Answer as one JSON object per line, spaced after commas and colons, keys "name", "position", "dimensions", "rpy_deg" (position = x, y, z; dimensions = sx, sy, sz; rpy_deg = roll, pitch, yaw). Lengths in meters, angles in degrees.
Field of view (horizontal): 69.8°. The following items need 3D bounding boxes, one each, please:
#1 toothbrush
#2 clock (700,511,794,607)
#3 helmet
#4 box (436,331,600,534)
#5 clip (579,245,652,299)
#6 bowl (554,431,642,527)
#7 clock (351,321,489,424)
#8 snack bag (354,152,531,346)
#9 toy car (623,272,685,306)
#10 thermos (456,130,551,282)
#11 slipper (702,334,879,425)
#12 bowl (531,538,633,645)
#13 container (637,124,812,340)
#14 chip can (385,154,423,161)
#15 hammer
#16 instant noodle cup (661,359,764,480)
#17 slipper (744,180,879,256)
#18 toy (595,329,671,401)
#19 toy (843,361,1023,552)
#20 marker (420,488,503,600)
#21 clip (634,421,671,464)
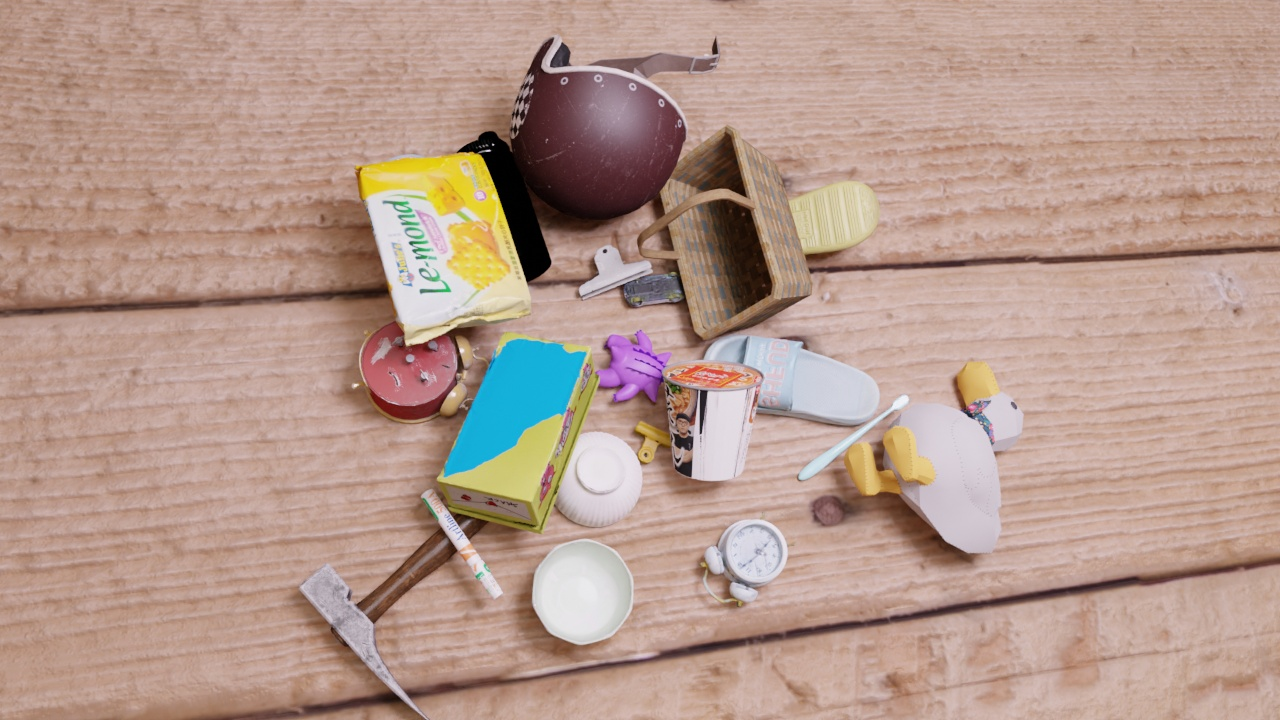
{"name": "toothbrush", "position": [0.277, 0.101, 1.192], "dimensions": [0.180, 0.016, 0.016], "rpy_deg": [-35, 79, -7]}
{"name": "clock", "position": [0.126, 0.242, 1.109], "dimensions": [0.117, 0.057, 0.083], "rpy_deg": [-42, 82, -14]}
{"name": "helmet", "position": [-0.047, -0.309, 1.190], "dimensions": [0.233, 0.235, 0.253], "rpy_deg": [20, 50, -31]}
{"name": "box", "position": [-0.137, 0.078, 1.078], "dimensions": [0.124, 0.082, 0.220], "rpy_deg": [9, 54, 11]}
{"name": "clip", "position": [-0.040, -0.125, 1.216], "dimensions": [0.102, 0.046, 0.056], "rpy_deg": [-21, 66, 3]}
{"name": "bowl", "position": [-0.052, 0.138, 1.112], "dimensions": [0.118, 0.062, 0.118], "rpy_deg": [3, 69, -9]}
{"name": "clock", "position": [-0.261, 0.012, 1.111], "dimensions": [0.159, 0.081, 0.117], "rpy_deg": [9, 69, -7]}
{"name": "snack bag", "position": [-0.238, -0.140, 1.097], "dimensions": [0.159, 0.068, 0.247], "rpy_deg": [-12, 72, -22]}
{"name": "toy car", "position": [0.022, -0.094, 1.229], "dimensions": [0.089, 0.027, 0.038], "rpy_deg": [-7, 66, -7]}
{"name": "thermos", "position": [-0.187, -0.204, 1.202], "dimensions": [0.086, 0.086, 0.198], "rpy_deg": [-15, 73, -15]}
{"name": "slipper", "position": [0.200, 0.022, 1.194], "dimensions": [0.245, 0.074, 0.103], "rpy_deg": [13, 67, -7]}
{"name": "bowl", "position": [-0.069, 0.269, 1.061], "dimensions": [0.117, 0.061, 0.117], "rpy_deg": [3, 70, -9]}
{"name": "container", "position": [0.098, -0.165, 1.179], "dimensions": [0.186, 0.158, 0.249], "rpy_deg": [4, 65, -42]}
{"name": "chip can", "position": [-0.274, -0.152, 1.173], "dimensions": [0.075, 0.075, 0.215], "rpy_deg": [-17, 74, -16]}
{"name": "hammer", "position": [-0.204, 0.242, 1.061], "dimensions": [0.217, 0.037, 0.299], "rpy_deg": [45, 68, 8]}
{"name": "instant noodle cup", "position": [0.086, 0.074, 1.118], "dimensions": [0.123, 0.123, 0.122], "rpy_deg": [-2, 106, -11]}
{"name": "slipper", "position": [0.237, -0.184, 1.278], "dimensions": [0.191, 0.081, 0.091], "rpy_deg": [-13, 81, 12]}
{"name": "toy", "position": [-0.007, 0.007, 1.172], "dimensions": [0.088, 0.056, 0.105], "rpy_deg": [22, 66, -6]}
{"name": "toy", "position": [0.398, 0.122, 1.165], "dimensions": [0.267, 0.141, 0.246], "rpy_deg": [-3, 71, -30]}
{"name": "marker", "position": [-0.203, 0.209, 1.045], "dimensions": [0.017, 0.017, 0.145], "rpy_deg": [-34, 79, -20]}
{"name": "clip", "position": [0.013, 0.105, 1.154], "dimensions": [0.054, 0.044, 0.049], "rpy_deg": [26, 43, -1]}
